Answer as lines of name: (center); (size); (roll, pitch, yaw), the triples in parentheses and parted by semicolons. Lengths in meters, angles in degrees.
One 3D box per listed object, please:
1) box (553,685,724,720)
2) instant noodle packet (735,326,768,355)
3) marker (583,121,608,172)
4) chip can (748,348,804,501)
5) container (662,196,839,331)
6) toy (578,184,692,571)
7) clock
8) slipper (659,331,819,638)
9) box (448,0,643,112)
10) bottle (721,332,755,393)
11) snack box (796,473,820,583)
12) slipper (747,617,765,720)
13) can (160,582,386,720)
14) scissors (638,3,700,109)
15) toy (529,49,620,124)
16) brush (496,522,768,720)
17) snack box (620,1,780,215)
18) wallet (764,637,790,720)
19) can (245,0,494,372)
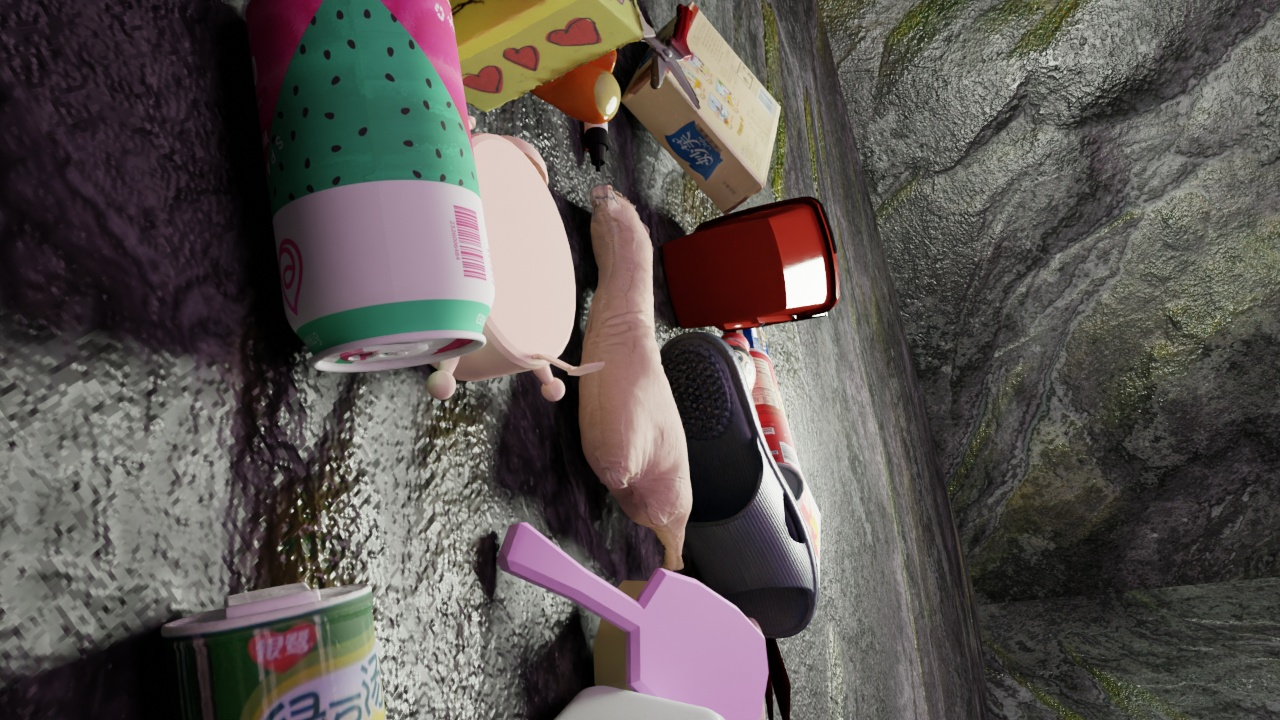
box: (-0.021, 0.238, 0.445); (0.210, 0.106, 0.130); (-28, 108, -67)
instant noodle packet: (0.131, 0.007, 1.044); (0.087, 0.026, 0.134); (13, 67, -70)
marker: (-0.039, -0.218, 0.759); (0.019, 0.019, 0.145); (33, 49, -60)
chip can: (0.114, 0.059, 0.874); (0.214, 0.052, 0.052); (-90, 159, -62)
container: (0.124, -0.090, 0.917); (0.200, 0.148, 0.127); (-19, 98, -59)
toy: (-0.004, 0.004, 0.686); (0.196, 0.065, 0.263); (68, 16, -45)
clock: (-0.078, -0.061, 0.505); (0.131, 0.086, 0.160); (7, 66, -67)
slipper: (0.062, 0.106, 0.744); (0.082, 0.101, 0.263); (-13, 85, -61)
box: (-0.084, -0.267, 0.515); (0.082, 0.125, 0.220); (12, 66, -61)
bottle: (0.077, 0.014, 0.860); (0.137, 0.062, 0.062); (-61, 134, -59)
snack box: (0.121, 0.157, 0.866); (0.094, 0.080, 0.093); (-75, 145, -48)
slipper: (0.066, 0.246, 0.709); (0.239, 0.064, 0.094); (47, 37, -54)
can: (-0.118, 0.139, 0.309); (0.067, 0.067, 0.121); (6, 73, -67)
scissors: (0.013, -0.304, 0.839); (0.179, 0.015, 0.195); (45, 36, 0)
toy: (-0.057, -0.257, 0.654); (0.112, 0.096, 0.176); (36, 35, -58)
brush: (-0.007, 0.167, 0.573); (0.228, 0.043, 0.089); (39, 50, -29)
snack box: (0.068, -0.260, 0.931); (0.153, 0.055, 0.206); (44, 34, -20)
wallet: (0.111, 0.257, 0.816); (0.115, 0.018, 0.092); (-100, -178, -48)
can: (-0.117, -0.083, 0.402); (0.088, 0.088, 0.166); (5, 74, -67)
